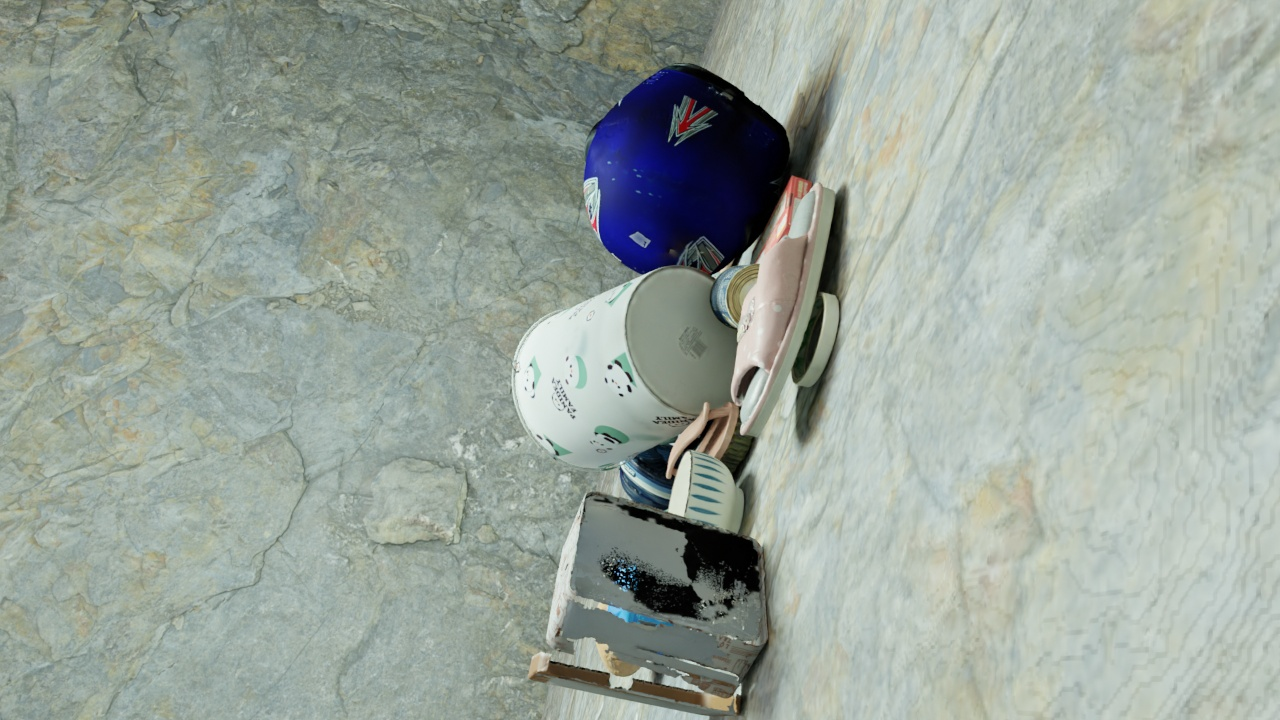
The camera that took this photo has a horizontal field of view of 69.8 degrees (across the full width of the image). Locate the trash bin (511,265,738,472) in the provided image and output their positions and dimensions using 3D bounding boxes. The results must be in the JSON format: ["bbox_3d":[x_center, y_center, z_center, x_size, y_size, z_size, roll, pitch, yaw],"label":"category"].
[{"bbox_3d":[-0.007,0.007,1.146,0.253,0.229,0.229,-26,46,55],"label":"trash bin"}]

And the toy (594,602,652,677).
[{"bbox_3d":[-0.005,0.329,1.236,0.225,0.082,0.143,-50,-35,-69],"label":"toy"}]

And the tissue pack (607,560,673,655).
[{"bbox_3d":[0.014,0.272,1.126,0.052,0.095,0.156,-21,48,46],"label":"tissue pack"}]

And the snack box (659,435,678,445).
[{"bbox_3d":[0.029,0.038,1.378,0.074,0.052,0.175,12,-97,-67],"label":"snack box"}]

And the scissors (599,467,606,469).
[{"bbox_3d":[0.017,0.096,1.481,0.189,0.015,0.225,-56,-20,22],"label":"scissors"}]

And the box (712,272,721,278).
[{"bbox_3d":[0.099,-0.024,1.324,0.102,0.095,0.201,3,76,43],"label":"box"}]

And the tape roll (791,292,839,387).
[{"bbox_3d":[0.156,-0.019,0.823,0.086,0.014,0.086,-168,93,-85],"label":"tape roll"}]

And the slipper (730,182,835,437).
[{"bbox_3d":[0.127,-0.056,0.858,0.114,0.054,0.273,107,-178,-65],"label":"slipper"}]

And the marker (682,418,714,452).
[{"bbox_3d":[0.082,0.101,1.304,0.022,0.020,0.132,-54,-7,-27],"label":"marker"}]

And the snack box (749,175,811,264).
[{"bbox_3d":[0.160,-0.139,1.077,0.153,0.025,0.075,113,172,-59],"label":"snack box"}]

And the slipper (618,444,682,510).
[{"bbox_3d":[0.014,0.172,1.356,0.252,0.105,0.095,-121,43,-82],"label":"slipper"}]

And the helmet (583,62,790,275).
[{"bbox_3d":[0.051,-0.219,1.184,0.240,0.247,0.315,-58,-10,2],"label":"helmet"}]

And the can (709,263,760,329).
[{"bbox_3d":[0.121,-0.069,1.013,0.111,0.075,0.075,-133,58,-84],"label":"can"}]

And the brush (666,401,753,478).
[{"bbox_3d":[0.078,0.098,1.028,0.146,0.073,0.063,112,172,-48],"label":"brush"}]

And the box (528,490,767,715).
[{"bbox_3d":[0.002,0.252,0.824,0.154,0.182,0.185,-81,10,-55],"label":"box"}]

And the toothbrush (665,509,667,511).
[{"bbox_3d":[0.043,0.231,1.375,0.191,0.016,0.018,-101,36,-78],"label":"toothbrush"}]

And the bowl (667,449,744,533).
[{"bbox_3d":[0.070,0.157,0.967,0.116,0.066,0.116,-170,92,-85],"label":"bowl"}]

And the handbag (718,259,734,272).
[{"bbox_3d":[0.042,-0.211,1.414,0.194,0.234,0.093,110,175,-51],"label":"handbag"}]
